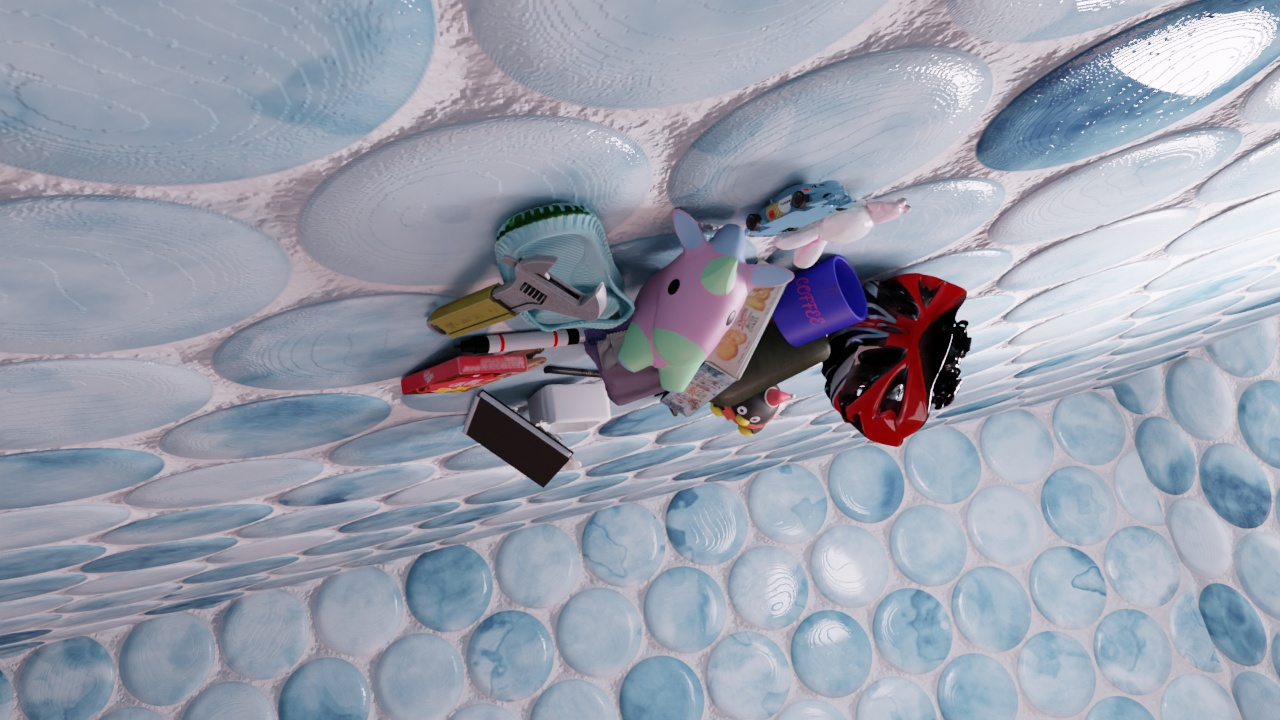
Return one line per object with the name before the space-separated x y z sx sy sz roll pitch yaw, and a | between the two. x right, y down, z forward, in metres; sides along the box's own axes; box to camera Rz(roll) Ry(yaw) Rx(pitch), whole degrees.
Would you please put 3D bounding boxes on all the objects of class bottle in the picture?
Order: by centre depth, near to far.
bottle | 0.127 0.010 1.126 0.206 0.071 0.071 -26 166 -3

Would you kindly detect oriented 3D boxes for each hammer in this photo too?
hammer | -0.029 0.025 1.305 0.095 0.015 0.324 -23 163 32

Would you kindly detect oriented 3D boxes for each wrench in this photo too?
wrench | -0.121 -0.047 0.790 0.083 0.018 0.274 39 153 -24

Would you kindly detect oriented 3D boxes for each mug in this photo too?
mug | 0.210 -0.070 1.058 0.084 0.079 0.111 -23 176 31

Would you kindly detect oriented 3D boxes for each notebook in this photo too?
notebook | -0.177 0.113 1.284 0.016 0.149 0.207 -56 -177 -24

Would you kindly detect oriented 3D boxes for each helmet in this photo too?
helmet | 0.318 -0.004 1.172 0.167 0.217 0.272 18 170 10

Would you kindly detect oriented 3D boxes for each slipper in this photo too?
slipper | -0.067 -0.061 0.831 0.116 0.069 0.276 -11 165 0

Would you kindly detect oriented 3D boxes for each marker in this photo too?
marker | -0.136 -0.021 1.009 0.145 0.019 0.019 -6 164 -30

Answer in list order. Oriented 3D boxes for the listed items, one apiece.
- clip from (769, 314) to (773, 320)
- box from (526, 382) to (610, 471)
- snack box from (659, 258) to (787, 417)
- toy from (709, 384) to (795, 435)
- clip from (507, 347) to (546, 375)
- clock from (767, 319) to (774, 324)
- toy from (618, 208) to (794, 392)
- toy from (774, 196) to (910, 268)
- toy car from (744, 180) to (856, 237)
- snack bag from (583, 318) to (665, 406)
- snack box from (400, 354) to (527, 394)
clip | 0.146 -0.057 1.146 0.076 0.023 0.047 -17 167 19
box | -0.099 0.104 1.278 0.102 0.130 0.110 -3 165 -24
snack box | 0.090 -0.022 1.006 0.042 0.144 0.145 32 154 -5
toy | 0.182 0.062 1.478 0.099 0.097 0.119 -57 -171 -14
clip | -0.138 0.003 1.078 0.062 0.047 0.025 -46 160 9
clock | 0.154 -0.024 1.225 0.137 0.048 0.096 -7 164 -32
toy | 0.048 -0.058 0.881 0.171 0.120 0.222 -60 -173 14
toy | 0.194 -0.131 0.880 0.126 0.037 0.076 -24 160 24
toy car | 0.137 -0.138 0.818 0.060 0.027 0.108 -4 172 -35
snack bag | -0.007 0.006 1.096 0.096 0.058 0.205 -15 162 2
snack box | -0.202 0.016 1.044 0.089 0.021 0.133 -2 170 -42
